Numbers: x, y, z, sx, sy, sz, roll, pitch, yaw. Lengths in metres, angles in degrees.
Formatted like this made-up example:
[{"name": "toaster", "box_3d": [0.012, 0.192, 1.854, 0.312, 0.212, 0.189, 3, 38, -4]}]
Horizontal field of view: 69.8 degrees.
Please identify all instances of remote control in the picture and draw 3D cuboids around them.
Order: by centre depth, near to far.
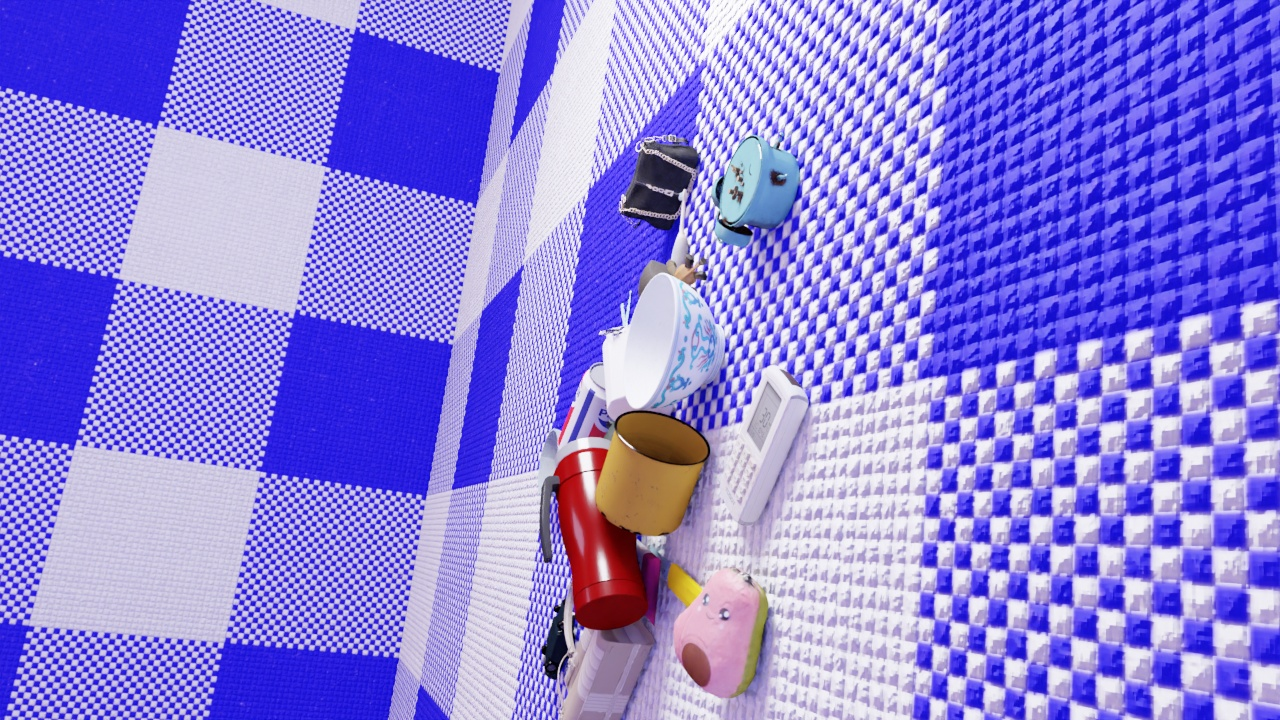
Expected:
[{"name": "remote control", "box_3d": [0.106, 0.075, 0.801, 0.060, 0.025, 0.139, -116, 41, -61]}]

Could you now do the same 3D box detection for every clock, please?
[{"name": "clock", "box_3d": [0.107, -0.161, 0.897, 0.125, 0.053, 0.089, 127, 150, -52]}]

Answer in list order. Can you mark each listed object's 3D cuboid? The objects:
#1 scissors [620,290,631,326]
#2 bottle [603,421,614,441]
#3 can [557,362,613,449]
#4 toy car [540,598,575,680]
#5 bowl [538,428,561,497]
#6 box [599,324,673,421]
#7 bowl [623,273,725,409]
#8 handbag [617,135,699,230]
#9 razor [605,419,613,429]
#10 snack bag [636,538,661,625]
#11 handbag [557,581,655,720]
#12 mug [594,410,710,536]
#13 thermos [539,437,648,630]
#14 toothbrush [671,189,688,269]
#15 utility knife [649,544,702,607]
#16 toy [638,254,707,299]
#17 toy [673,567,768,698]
[{"name": "scissors", "box_3d": [-0.025, -0.027, 1.274, 0.140, 0.015, 0.111, -93, 23, -53]}, {"name": "bottle", "box_3d": [-0.022, 0.104, 1.115, 0.055, 0.055, 0.174, 179, 104, -71]}, {"name": "can", "box_3d": [-0.059, 0.073, 1.213, 0.070, 0.070, 0.132, -104, 31, -52]}, {"name": "toy car", "box_3d": [-0.107, 0.374, 1.230, 0.046, 0.034, 0.112, -119, 43, -63]}, {"name": "bowl", "box_3d": [-0.122, 0.159, 1.395, 0.106, 0.039, 0.106, -169, 91, -71]}, {"name": "box", "box_3d": [-0.007, 0.002, 1.072, 0.080, 0.089, 0.143, -23, 52, 23]}, {"name": "bowl", "box_3d": [0.042, -0.013, 0.964, 0.144, 0.074, 0.144, -169, 91, -71]}, {"name": "handbag", "box_3d": [0.020, -0.221, 1.144, 0.054, 0.079, 0.129, -108, 35, -57]}, {"name": "razor", "box_3d": [0.001, 0.034, 1.145, 0.043, 0.022, 0.144, 33, 112, 25]}, {"name": "snack bag", "box_3d": [-0.010, 0.234, 1.038, 0.197, 0.016, 0.070, -167, 83, -74]}, {"name": "handbag", "box_3d": [-0.059, 0.326, 1.073, 0.197, 0.062, 0.176, -115, 41, -59]}, {"name": "mug", "box_3d": [0.015, 0.114, 0.953, 0.123, 0.100, 0.094, -28, -40, -59]}, {"name": "thermos", "box_3d": [-0.057, 0.183, 0.994, 0.084, 0.108, 0.198, 115, 153, -42]}, {"name": "toothbrush", "box_3d": [0.046, -0.120, 1.099, 0.024, 0.022, 0.185, -10, 69, 50]}, {"name": "utility knife", "box_3d": [0.041, 0.222, 0.916, 0.224, 0.019, 0.030, 19, 92, 69]}, {"name": "toy", "box_3d": [0.041, -0.089, 1.040, 0.100, 0.076, 0.062, -37, 2, 39]}, {"name": "toy", "box_3d": [0.069, 0.225, 0.774, 0.090, 0.051, 0.110, 34, 106, 55]}]
